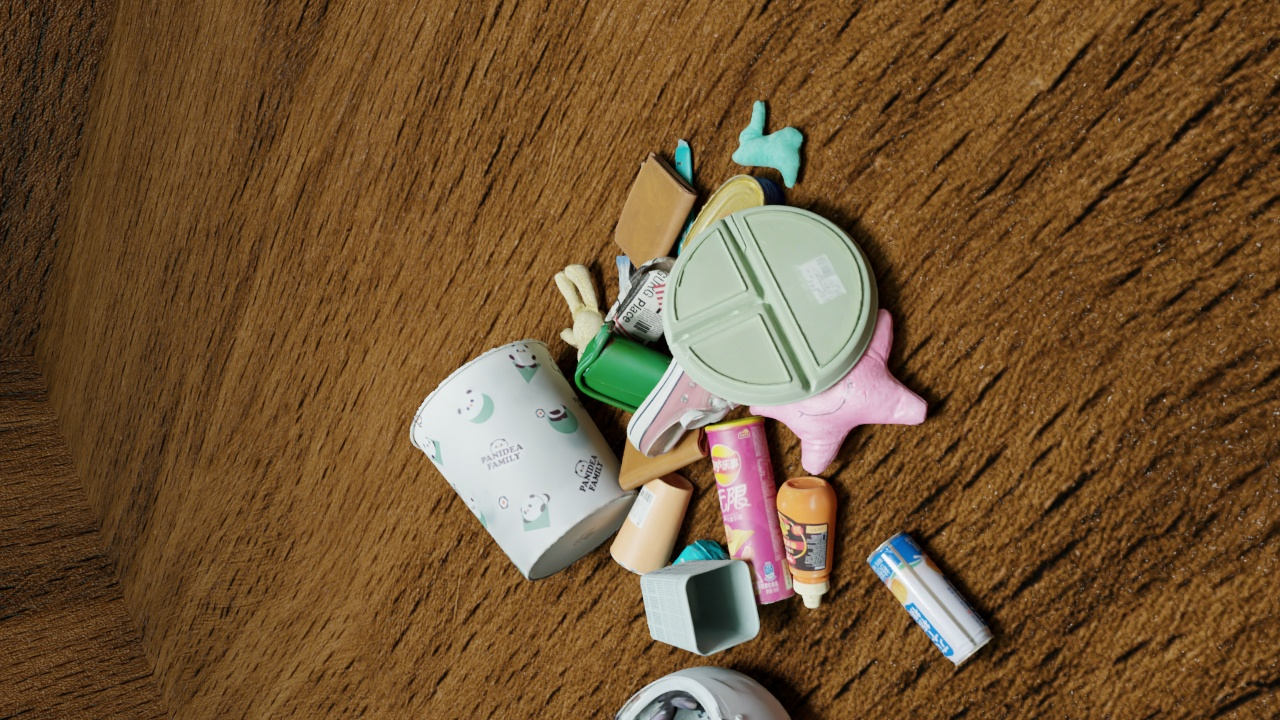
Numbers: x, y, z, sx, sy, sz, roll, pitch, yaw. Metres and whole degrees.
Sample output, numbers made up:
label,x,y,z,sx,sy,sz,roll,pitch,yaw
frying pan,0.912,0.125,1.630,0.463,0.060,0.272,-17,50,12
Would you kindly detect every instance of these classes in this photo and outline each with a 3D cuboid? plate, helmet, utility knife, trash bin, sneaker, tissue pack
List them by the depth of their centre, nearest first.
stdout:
label,x,y,z,sx,sy,sz,roll,pitch,yaw
plate,0.133,-0.064,0.968,0.230,0.027,0.230,-4,72,13
sneaker,0.079,0.024,1.040,0.088,0.118,0.241,44,108,31
helmet,0.105,0.478,1.085,0.230,0.145,0.258,-27,85,42
utility knife,0.054,-0.196,1.143,0.029,0.013,0.157,2,96,43
tissue pack,0.073,0.296,1.156,0.093,0.050,0.134,50,125,25
trash bin,-0.146,0.140,1.232,0.252,0.229,0.230,51,125,20

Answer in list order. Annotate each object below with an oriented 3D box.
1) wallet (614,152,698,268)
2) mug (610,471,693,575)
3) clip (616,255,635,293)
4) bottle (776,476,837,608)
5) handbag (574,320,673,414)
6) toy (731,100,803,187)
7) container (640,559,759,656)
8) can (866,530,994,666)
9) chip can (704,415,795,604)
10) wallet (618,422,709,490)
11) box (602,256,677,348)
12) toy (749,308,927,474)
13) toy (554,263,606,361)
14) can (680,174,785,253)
label,x,y,z,sx,sy,sz,roll,pitch,yaw
wallet,0.011,-0.186,1.163,0.119,0.035,0.131,56,133,38
mug,0.018,0.205,1.178,0.078,0.078,0.123,31,106,36
clip,-0.019,-0.111,1.215,0.026,0.038,0.058,6,101,39
bottle,0.191,0.209,1.037,0.067,0.066,0.149,5,105,42
handbag,-0.007,0.007,1.134,0.131,0.067,0.120,24,142,-5
toy,0.145,-0.247,1.045,0.092,0.030,0.096,13,97,39
container,0.063,0.279,1.057,0.112,0.089,0.090,-15,85,58
can,0.297,0.243,0.944,0.134,0.053,0.053,52,125,25
chip can,0.129,0.174,1.077,0.072,0.071,0.210,-12,87,42
wallet,0.032,0.098,1.150,0.132,0.031,0.107,-28,36,34
box,0.002,-0.054,1.145,0.164,0.075,0.082,-51,47,44
toy,0.198,0.022,0.993,0.195,0.074,0.178,-32,72,33
toy,-0.074,-0.053,1.240,0.105,0.066,0.157,-17,91,25
can,0.107,-0.151,1.076,0.074,0.049,0.148,52,125,25
